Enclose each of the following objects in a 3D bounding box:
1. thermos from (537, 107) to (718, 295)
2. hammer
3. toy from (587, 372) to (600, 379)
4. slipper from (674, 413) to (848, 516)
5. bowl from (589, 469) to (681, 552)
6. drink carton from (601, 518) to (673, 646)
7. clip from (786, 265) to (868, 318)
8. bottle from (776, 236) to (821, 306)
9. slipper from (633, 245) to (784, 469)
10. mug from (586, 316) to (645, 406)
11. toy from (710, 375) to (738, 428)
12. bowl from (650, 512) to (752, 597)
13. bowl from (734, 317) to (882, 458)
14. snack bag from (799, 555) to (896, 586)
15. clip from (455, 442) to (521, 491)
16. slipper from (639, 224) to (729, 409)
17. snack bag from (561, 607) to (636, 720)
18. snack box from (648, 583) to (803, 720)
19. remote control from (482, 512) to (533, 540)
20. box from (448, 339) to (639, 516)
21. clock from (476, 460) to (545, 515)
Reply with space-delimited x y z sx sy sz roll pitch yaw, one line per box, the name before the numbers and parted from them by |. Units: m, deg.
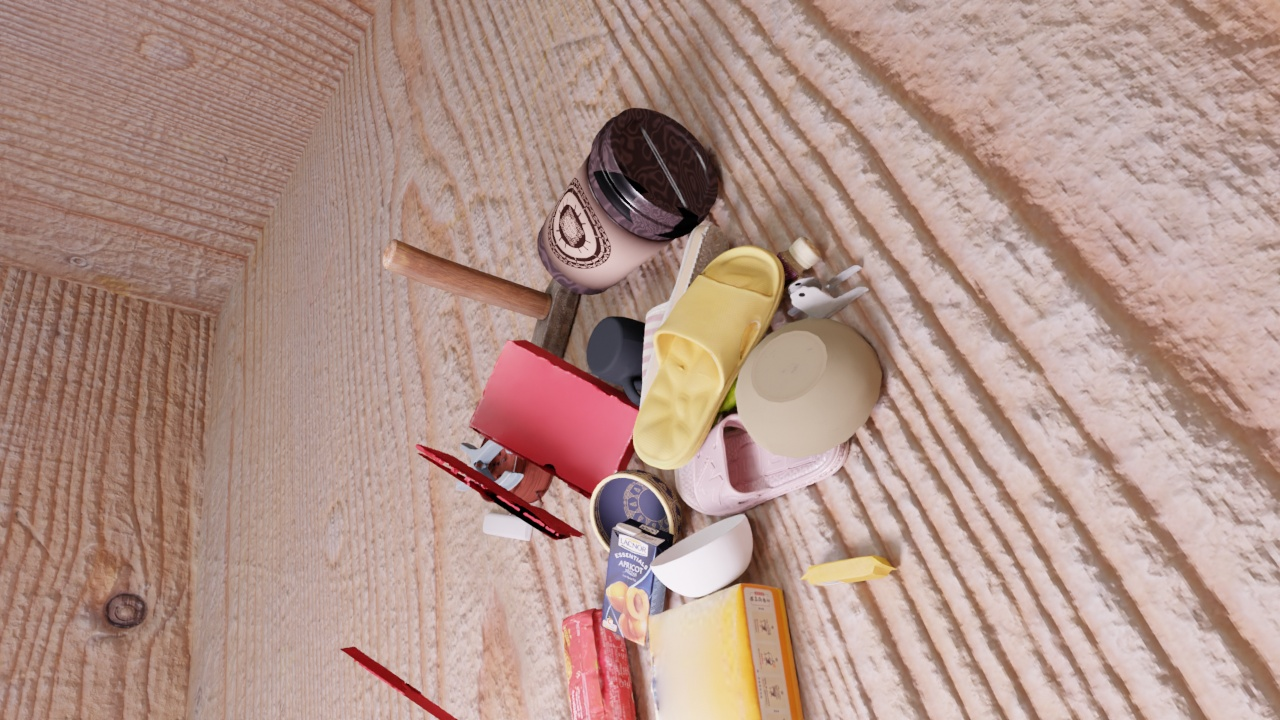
thermos | -0.029 -0.196 1.210 0.227 0.172 0.172 -39 47 47
hammer | -0.223 -0.112 1.311 0.037 0.300 0.158 14 87 55
toy | -0.082 0.073 1.255 0.124 0.096 0.131 -65 17 1
slipper | 0.110 0.106 0.976 0.240 0.064 0.094 -24 58 45
bowl | 0.003 0.178 1.083 0.113 0.061 0.112 9 107 30
drink carton | -0.003 0.250 1.042 0.064 0.040 0.130 16 109 28
clip | 0.185 -0.063 0.960 0.102 0.056 0.056 -39 79 39
bottle | 0.131 -0.072 1.027 0.166 0.059 0.059 -43 44 23
slipper | 0.058 -0.009 0.981 0.099 0.078 0.263 27 94 37
mug | -0.007 0.007 1.148 0.085 0.094 0.121 -43 45 36
toy | 0.095 0.036 1.042 0.094 0.036 0.094 -44 19 57
bowl | 0.072 0.211 0.963 0.115 0.114 0.050 -31 85 44
bowl | 0.158 0.018 0.913 0.153 0.050 0.152 -21 49 26
snack bag | 0.193 0.197 0.859 0.099 0.026 0.020 -26 56 47
clip | -0.213 0.132 1.310 0.163 0.028 0.112 -14 66 49
slipper | 0.046 -0.035 1.095 0.052 0.115 0.262 12 82 31
snack bag | -0.047 0.373 1.069 0.083 0.082 0.176 -40 47 37
snack box | 0.078 0.336 0.910 0.145 0.080 0.195 -34 51 41
remote control | -0.201 0.249 1.383 0.131 0.012 0.033 -7 71 52
box | -0.081 0.101 1.289 0.217 0.351 0.198 28 97 17
clock | -0.181 0.140 1.349 0.121 0.072 0.157 -25 57 46
